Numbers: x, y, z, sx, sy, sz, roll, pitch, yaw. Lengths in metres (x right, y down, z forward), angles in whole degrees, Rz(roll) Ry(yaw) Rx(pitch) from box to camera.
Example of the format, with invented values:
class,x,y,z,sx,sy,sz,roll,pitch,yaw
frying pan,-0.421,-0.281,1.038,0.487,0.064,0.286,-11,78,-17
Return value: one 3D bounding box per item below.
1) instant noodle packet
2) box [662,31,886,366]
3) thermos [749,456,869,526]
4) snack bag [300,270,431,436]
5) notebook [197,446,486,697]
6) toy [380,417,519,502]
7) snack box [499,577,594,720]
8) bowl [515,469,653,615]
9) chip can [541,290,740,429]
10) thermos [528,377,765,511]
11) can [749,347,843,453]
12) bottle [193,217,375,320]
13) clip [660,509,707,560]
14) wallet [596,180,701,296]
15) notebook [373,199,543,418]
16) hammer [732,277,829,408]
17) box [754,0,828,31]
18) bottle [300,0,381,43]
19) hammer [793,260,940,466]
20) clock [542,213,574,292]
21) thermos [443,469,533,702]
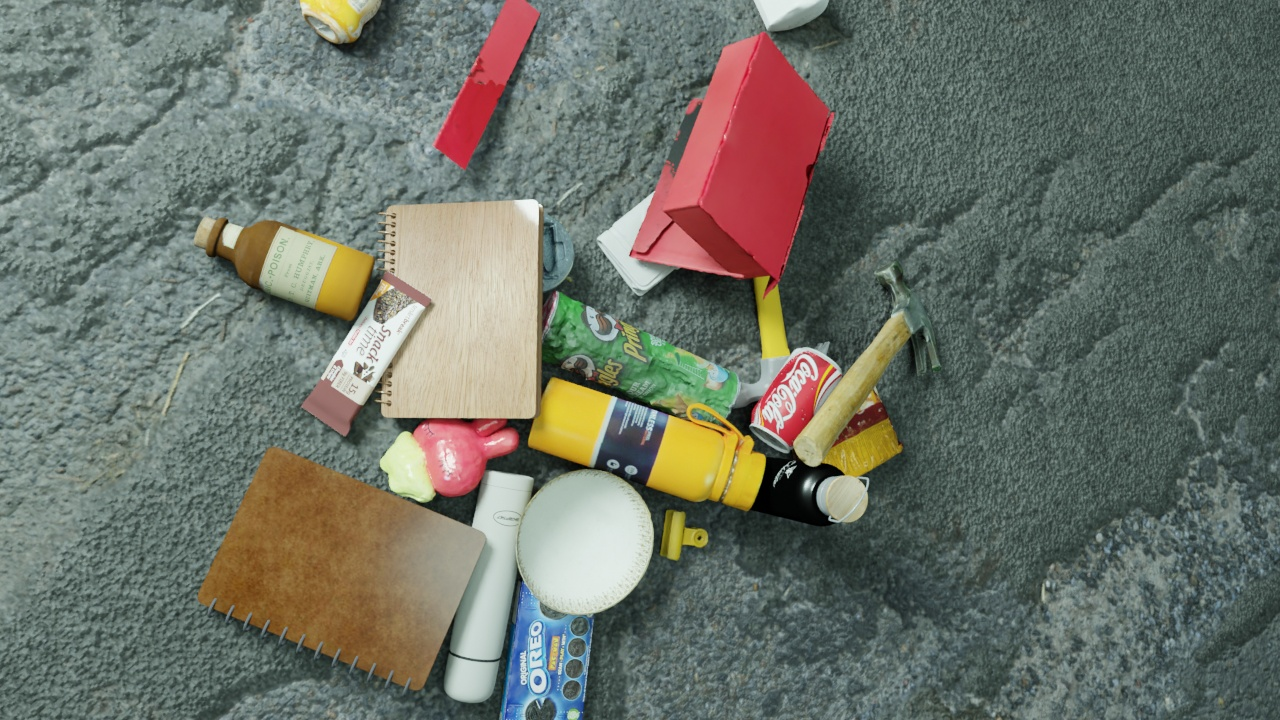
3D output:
class,x,y,z,sx,sy,sz,roll,pitch,yaw
instant noodle packet,0.228,0.087,1.048,0.135,0.040,0.098,-25,94,-18
box,0.166,-0.120,1.067,0.511,0.141,0.215,47,57,-53
thermos,0.160,0.131,0.923,0.061,0.232,0.061,1,87,-17
snack bag,-0.266,-0.007,0.891,0.057,0.013,0.158,33,90,8
notebook,-0.281,0.200,0.869,0.225,0.024,0.167,23,80,-1
toy,-0.187,0.091,0.904,0.135,0.045,0.091,-20,60,-13
snack box,-0.095,0.302,0.943,0.082,0.027,0.150,7,84,-18
bowl,-0.064,0.178,0.931,0.145,0.063,0.145,-1,94,-22
chip can,-0.004,0.005,0.962,0.223,0.075,0.075,24,80,-15
thermos,0.010,0.082,0.924,0.232,0.076,0.092,18,124,1
can,0.167,0.043,0.986,0.064,0.064,0.104,38,79,-12
bottle,-0.338,-0.094,0.867,0.157,0.068,0.067,20,81,-15
clip,0.049,0.190,0.993,0.050,0.044,0.054,7,83,8
wallet,0.018,-0.134,0.998,0.116,0.032,0.086,-45,97,-14
notebook,-0.180,-0.049,0.900,0.169,0.022,0.210,0,86,11
hammer,0.138,-0.113,1.037,0.127,0.029,0.323,-7,88,-18
box,0.133,-0.432,1.008,0.142,0.083,0.137,-29,95,-41
bottle,-0.283,-0.367,0.901,0.063,0.063,0.109,34,77,-13
hammer,0.243,0.013,0.979,0.329,0.033,0.132,-41,105,-46
clock,-0.127,-0.107,0.939,0.117,0.057,0.083,-3,89,-17
thermos,-0.152,0.224,0.916,0.052,0.052,0.224,12,84,-16
